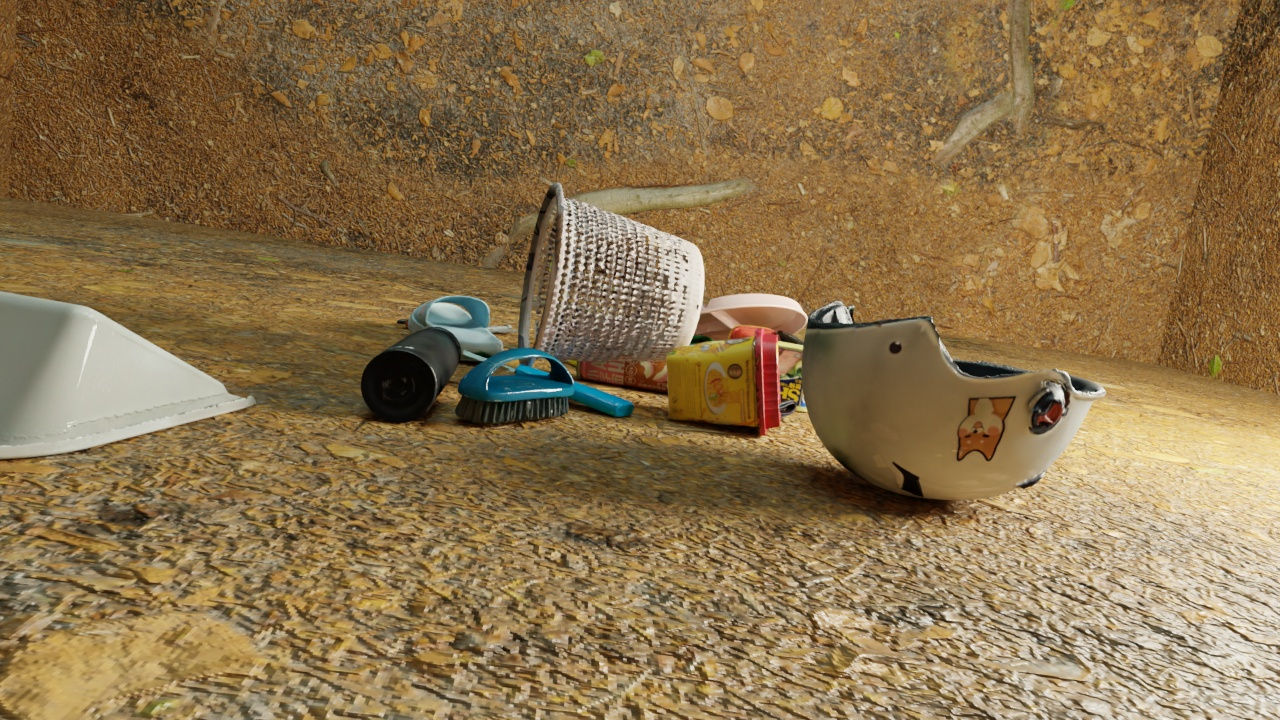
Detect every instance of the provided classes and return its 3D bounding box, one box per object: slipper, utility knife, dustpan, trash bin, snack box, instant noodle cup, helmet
[{"bbox_3d":[-0.258,-0.053,1.289,0.104,0.074,0.245,3,13,-28],"label":"slipper"},{"bbox_3d":[-0.110,0.022,1.039,0.216,0.018,0.034,19,15,17],"label":"utility knife"},{"bbox_3d":[-0.472,0.035,0.698,0.223,0.142,0.258,10,-21,8],"label":"dustpan"},{"bbox_3d":[-0.035,-0.086,1.118,0.192,0.227,0.227,9,8,-15],"label":"trash bin"},{"bbox_3d":[0.168,0.002,1.316,0.082,0.091,0.080,4,16,-21],"label":"snack box"},{"bbox_3d":[0.096,0.024,1.047,0.124,0.116,0.116,-2,7,10],"label":"instant noodle cup"},{"bbox_3d":[0.270,0.050,0.850,0.274,0.157,0.230,17,5,-16],"label":"helmet"}]

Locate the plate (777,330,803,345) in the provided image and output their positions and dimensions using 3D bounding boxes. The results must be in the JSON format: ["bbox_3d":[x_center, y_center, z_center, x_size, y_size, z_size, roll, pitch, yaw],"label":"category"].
[{"bbox_3d":[0.265,0.019,1.323,0.179,0.024,0.179,37,0,-1],"label":"plate"}]

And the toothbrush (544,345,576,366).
[{"bbox_3d":[-0.093,-0.001,1.313,0.015,0.016,0.190,2,10,-34],"label":"toothbrush"}]

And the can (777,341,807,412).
[{"bbox_3d":[0.186,0.018,1.234,0.102,0.083,0.057,11,9,14],"label":"can"}]

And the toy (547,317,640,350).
[{"bbox_3d":[-0.060,-0.033,1.385,0.159,0.054,0.121,4,-19,6],"label":"toy"}]

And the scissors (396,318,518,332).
[{"bbox_3d":[-0.289,-0.053,1.477,0.204,0.015,0.202,8,8,-2],"label":"scissors"}]

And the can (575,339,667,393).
[{"bbox_3d":[-0.007,0.007,1.201,0.147,0.058,0.058,9,8,4],"label":"can"}]

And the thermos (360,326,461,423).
[{"bbox_3d":[-0.238,0.012,0.947,0.090,0.068,0.242,-21,9,-3],"label":"thermos"}]

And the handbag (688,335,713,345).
[{"bbox_3d":[0.049,0.003,1.291,0.120,0.068,0.131,0,9,1],"label":"handbag"}]

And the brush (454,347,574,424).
[{"bbox_3d":[-0.120,0.024,0.914,0.055,0.073,0.143,21,13,36],"label":"brush"}]

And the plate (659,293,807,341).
[{"bbox_3d":[0.132,-0.054,1.363,0.229,0.028,0.230,-5,-15,-1],"label":"plate"}]

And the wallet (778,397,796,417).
[{"bbox_3d":[0.125,0.052,1.171,0.122,0.020,0.096,11,8,33],"label":"wallet"}]
